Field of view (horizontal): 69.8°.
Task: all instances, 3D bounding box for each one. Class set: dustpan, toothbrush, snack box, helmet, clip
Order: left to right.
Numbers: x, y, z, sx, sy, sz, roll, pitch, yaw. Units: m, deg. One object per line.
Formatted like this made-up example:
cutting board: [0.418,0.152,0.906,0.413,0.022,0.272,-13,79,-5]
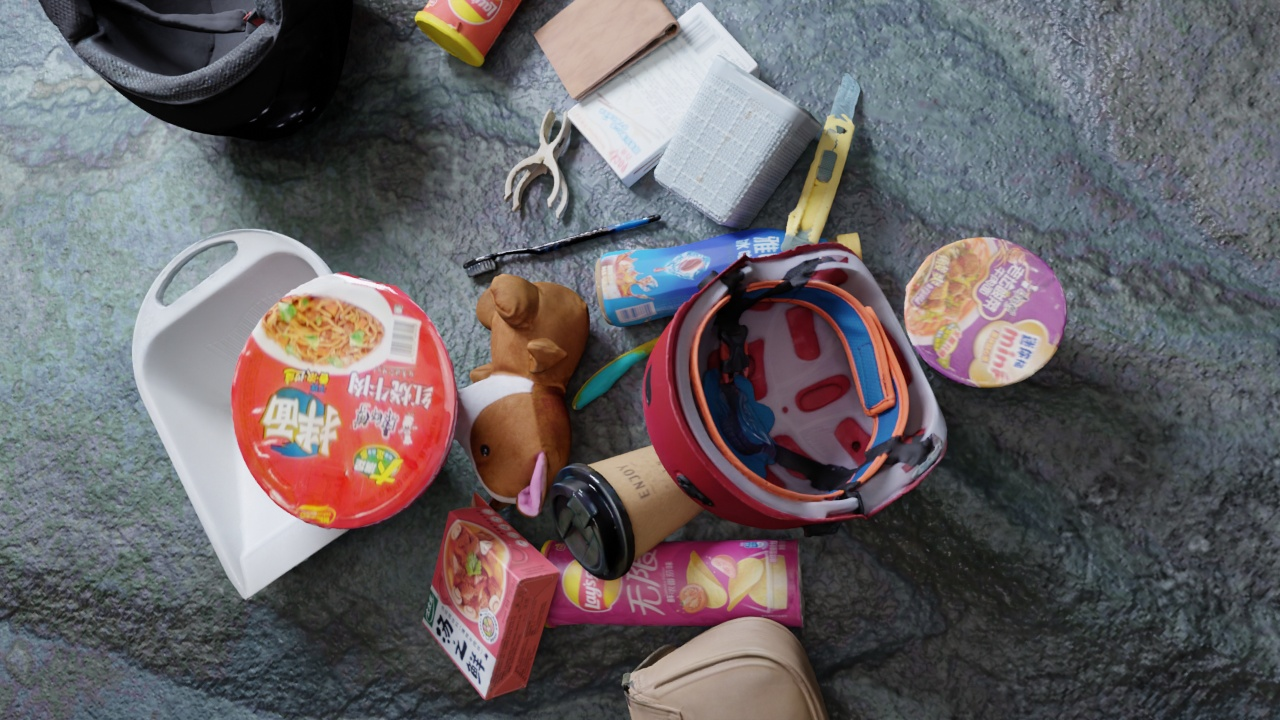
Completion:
helmet: [-0.375,-0.332,0.818,0.233,0.230,0.274,1,73,3]
dustpan: [-0.324,0.022,0.784,0.223,0.142,0.257,-34,52,6]
snack box: [-0.131,0.187,0.744,0.127,0.044,0.113,32,114,41]
clip: [-0.099,-0.177,0.837,0.092,0.035,0.103,-11,76,9]
toothbrush: [-0.072,-0.104,0.832,0.190,0.014,0.016,-13,81,9]
snack box: [0.021,-0.238,0.822,0.157,0.027,0.084,-39,77,5]
helmet: [0.092,0.035,0.687,0.239,0.144,0.207,-17,75,-33]

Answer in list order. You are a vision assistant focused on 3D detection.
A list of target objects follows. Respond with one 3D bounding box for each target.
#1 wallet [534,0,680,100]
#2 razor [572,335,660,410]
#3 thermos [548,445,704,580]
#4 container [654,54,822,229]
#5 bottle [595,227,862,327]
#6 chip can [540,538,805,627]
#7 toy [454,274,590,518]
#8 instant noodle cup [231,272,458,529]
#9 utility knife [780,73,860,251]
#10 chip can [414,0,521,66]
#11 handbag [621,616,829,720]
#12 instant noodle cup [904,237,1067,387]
wallet: [-0.033,-0.299,0.832,0.115,0.020,0.101,-33,60,11]
razor: [-0.005,0.005,0.795,0.133,0.043,0.028,-31,59,12]
thermos: [0.000,0.108,0.721,0.143,0.093,0.093,-21,74,-36]
container: [0.078,-0.176,0.763,0.090,0.090,0.112,38,106,13]
bottle: [0.073,-0.075,0.770,0.219,0.065,0.065,-9,81,11]
chip can: [0.025,0.181,0.743,0.211,0.071,0.071,-3,82,12]
toy: [-0.105,0.030,0.768,0.130,0.140,0.199,1,86,-15]
instant noodle cup: [-0.220,0.032,0.722,0.194,0.065,0.194,-1,88,15]
utility knife: [0.154,-0.165,0.765,0.031,0.020,0.195,22,61,-2]
chip can: [-0.119,-0.381,0.849,0.073,0.073,0.216,35,90,14]
handbag: [0.074,0.300,0.696,0.148,0.099,0.204,-11,97,6]
instant noodle cup: [0.258,-0.030,0.707,0.112,0.099,0.111,-2,83,13]
